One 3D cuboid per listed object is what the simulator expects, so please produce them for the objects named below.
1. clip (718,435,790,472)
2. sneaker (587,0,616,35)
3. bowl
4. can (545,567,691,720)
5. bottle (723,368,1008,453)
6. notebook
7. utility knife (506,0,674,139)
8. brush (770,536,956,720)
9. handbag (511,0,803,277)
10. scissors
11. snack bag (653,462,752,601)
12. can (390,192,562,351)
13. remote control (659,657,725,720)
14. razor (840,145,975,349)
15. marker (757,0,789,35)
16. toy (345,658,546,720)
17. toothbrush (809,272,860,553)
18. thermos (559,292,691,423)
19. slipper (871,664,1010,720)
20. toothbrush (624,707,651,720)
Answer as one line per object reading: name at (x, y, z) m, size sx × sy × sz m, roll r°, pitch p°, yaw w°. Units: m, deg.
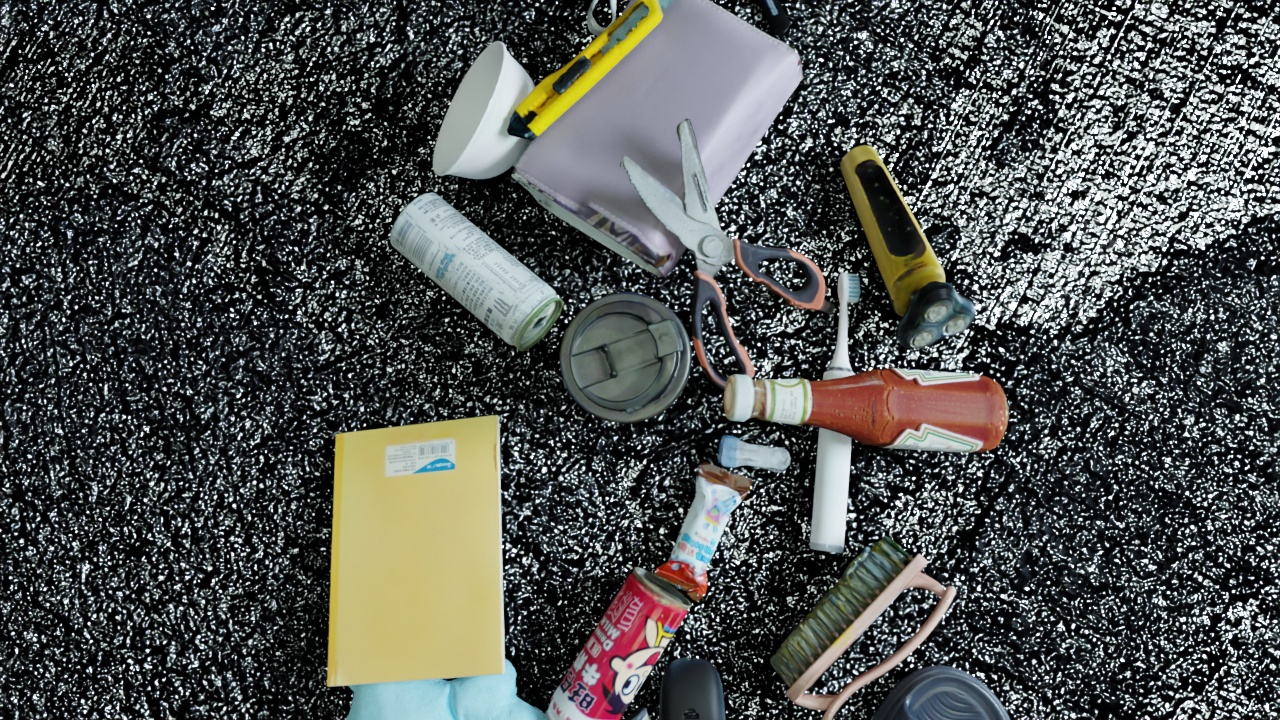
clip at (0.091, 0.076, 0.731) m, size 0.058 × 0.044 × 0.027 m, roll 12°, pitch 82°, yaw 0°
sneaker at (-0.010, -0.347, 0.760) m, size 0.241 × 0.088 × 0.118 m, roll -14°, pitch 88°, yaw -7°
bowl at (-0.116, -0.194, 0.760) m, size 0.064 × 0.118 × 0.118 m, roll 23°, pitch 86°, yaw -30°
can at (-0.018, 0.230, 0.710) m, size 0.053 × 0.053 × 0.132 m, roll 32°, pitch 88°, yaw 10°
bottle at (0.166, 0.034, 0.683) m, size 0.206 × 0.060 × 0.059 m, roll 4°, pitch 84°, yaw -7°
notebook at (-0.182, 0.151, 0.742) m, size 0.146 × 0.010 × 0.206 m, roll -7°, pitch 71°, yaw 7°
utility knife at (-0.034, -0.230, 0.694) m, size 0.177 × 0.015 × 0.033 m, roll -42°, pitch 67°, yaw 6°
brush at (0.163, 0.202, 0.684) m, size 0.073 × 0.063 × 0.145 m, roll 43°, pitch 91°, yaw 20°
handbag at (0.017, -0.181, 0.728) m, size 0.145 × 0.098 × 0.197 m, roll 35°, pitch 90°, yaw 22°
scissors at (0.065, -0.071, 0.699) m, size 0.224 × 0.015 × 0.189 m, roll 12°, pitch 105°, yaw -23°
snack bag at (0.049, 0.134, 0.726) m, size 0.045 × 0.026 × 0.105 m, roll 22°, pitch 85°, yaw 13°
can at (-0.136, -0.074, 0.758) m, size 0.147 × 0.058 × 0.058 m, roll 39°, pitch 89°, yaw 10°
remote control at (0.040, 0.301, 0.708) m, size 0.053 × 0.024 × 0.136 m, roll -3°, pitch 83°, yaw 8°
razor at (0.202, -0.093, 0.716) m, size 0.062 × 0.067 × 0.167 m, roll -21°, pitch 75°, yaw 4°
marker at (0.097, -0.332, 0.779) m, size 0.018 × 0.015 × 0.124 m, roll -24°, pitch 82°, yaw 9°
toy at (-0.163, 0.290, 0.722) m, size 0.156 × 0.050 × 0.161 m, roll -37°, pitch 69°, yaw -8°
toothbrush at (0.155, 0.039, 0.723) m, size 0.026 × 0.027 × 0.221 m, roll 7°, pitch 83°, yaw -14°
thermos at (-0.004, 0.004, 0.688) m, size 0.093 × 0.143 × 0.093 m, roll -1°, pitch 83°, yaw 8°
slipper at (0.186, 0.353, 0.655) m, size 0.111 × 0.083 × 0.268 m, roll 30°, pitch 89°, yaw 8°
toothbrush at (-0.066, 0.331, 0.724) m, size 0.181 × 0.015 × 0.018 m, roll -35°, pitch 89°, yaw 2°
